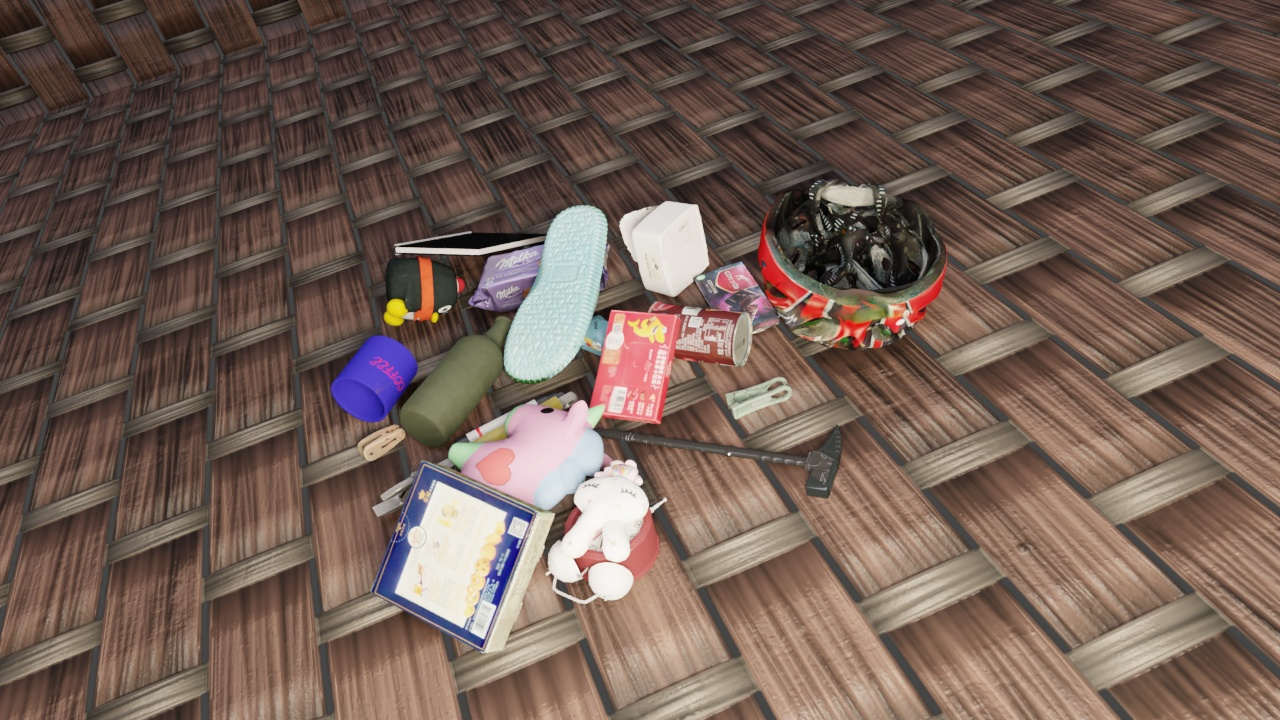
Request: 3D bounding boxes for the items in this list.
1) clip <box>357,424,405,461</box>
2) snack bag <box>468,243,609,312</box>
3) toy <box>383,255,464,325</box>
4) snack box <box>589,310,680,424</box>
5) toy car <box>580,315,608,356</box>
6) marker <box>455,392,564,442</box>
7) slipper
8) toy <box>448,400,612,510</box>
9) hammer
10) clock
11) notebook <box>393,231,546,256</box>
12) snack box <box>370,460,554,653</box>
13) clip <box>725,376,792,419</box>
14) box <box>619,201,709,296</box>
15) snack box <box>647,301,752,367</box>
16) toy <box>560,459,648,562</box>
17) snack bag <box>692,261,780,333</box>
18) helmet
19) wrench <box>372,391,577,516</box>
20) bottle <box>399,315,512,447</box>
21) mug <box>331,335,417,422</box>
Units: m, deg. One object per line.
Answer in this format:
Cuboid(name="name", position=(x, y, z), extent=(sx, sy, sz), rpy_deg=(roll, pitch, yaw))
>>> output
Cuboid(name="clip", position=(-0.324, 0.103, 1.151), extent=(0.047, 0.025, 0.062), rpy_deg=(7, 36, 19))
Cuboid(name="snack bag", position=(-0.143, -0.123, 1.336), extent=(0.205, 0.058, 0.096), rpy_deg=(-11, 36, 9))
Cuboid(name="toy", position=(-0.314, -0.104, 1.344), extent=(0.119, 0.098, 0.099), rpy_deg=(-2, 80, -20))
Cuboid(name="snack box", position=(-0.007, 0.006, 1.111), extent=(0.089, 0.021, 0.132), rpy_deg=(6, 75, 24))
Cuboid(name="toy car", position=(-0.049, -0.034, 1.221), extent=(0.108, 0.027, 0.060), rpy_deg=(22, 52, 37))
Cuboid(name="marker", position=(-0.159, 0.073, 1.136), extent=(0.145, 0.019, 0.019), rpy_deg=(-27, 41, -15))
Cuboid(name="slipper", position=(-0.101, -0.086, 1.230), extent=(0.116, 0.069, 0.275), rpy_deg=(1, 63, 26))
Cuboid(name="toy", position=(-0.130, 0.133, 0.991), extent=(0.171, 0.120, 0.221), rpy_deg=(0, 48, 22))
Cuboid(name="hammer", position=(0.065, 0.093, 1.044), extent=(0.325, 0.015, 0.094), rpy_deg=(6, 44, 25))
Cuboid(name="clock", position=(-0.035, 0.188, 0.934), extent=(0.096, 0.048, 0.137), rpy_deg=(15, 46, 32))
Cuboid(name="notebook", position=(-0.253, -0.178, 1.395), extent=(0.149, 0.016, 0.206), rpy_deg=(4, 14, 22))
Cuboid(name="snack box", position=(-0.176, 0.191, 0.905), extent=(0.145, 0.042, 0.144), rpy_deg=(20, 87, 23))
Cuboid(name="clip", position=(0.139, 0.042, 1.074), extent=(0.076, 0.023, 0.047), rpy_deg=(-19, 40, -1))
Cuboid(name="box", position=(0.015, -0.167, 1.297), extent=(0.130, 0.110, 0.102), rpy_deg=(18, 49, 33))
Cuboid(name="snack box", position=(0.072, -0.032, 1.145), extent=(0.121, 0.072, 0.072), rpy_deg=(7, 44, 25))
Cuboid(name="toy", position=(-0.031, 0.144, 0.916), extent=(0.076, 0.037, 0.125), rpy_deg=(6, 47, 18))
Cuboid(name="snack bag", position=(0.127, -0.082, 1.231), extent=(0.074, 0.018, 0.155), rpy_deg=(-19, 37, -4))
Cuboid(name="helmet", position=(0.248, -0.109, 1.100), extent=(0.217, 0.167, 0.271), rpy_deg=(7, 35, 5))
Cuboid(name="wrench", position=(-0.189, 0.105, 1.082), extent=(0.272, 0.084, 0.018), rpy_deg=(-29, 75, -27))
Cuboid(name="bottle", position=(-0.225, 0.018, 1.182), extent=(0.071, 0.071, 0.206), rpy_deg=(8, 44, 26))
Cuboid(name="mug", position=(-0.361, 0.029, 1.217), extent=(0.111, 0.079, 0.083), rpy_deg=(-23, 29, 38))
